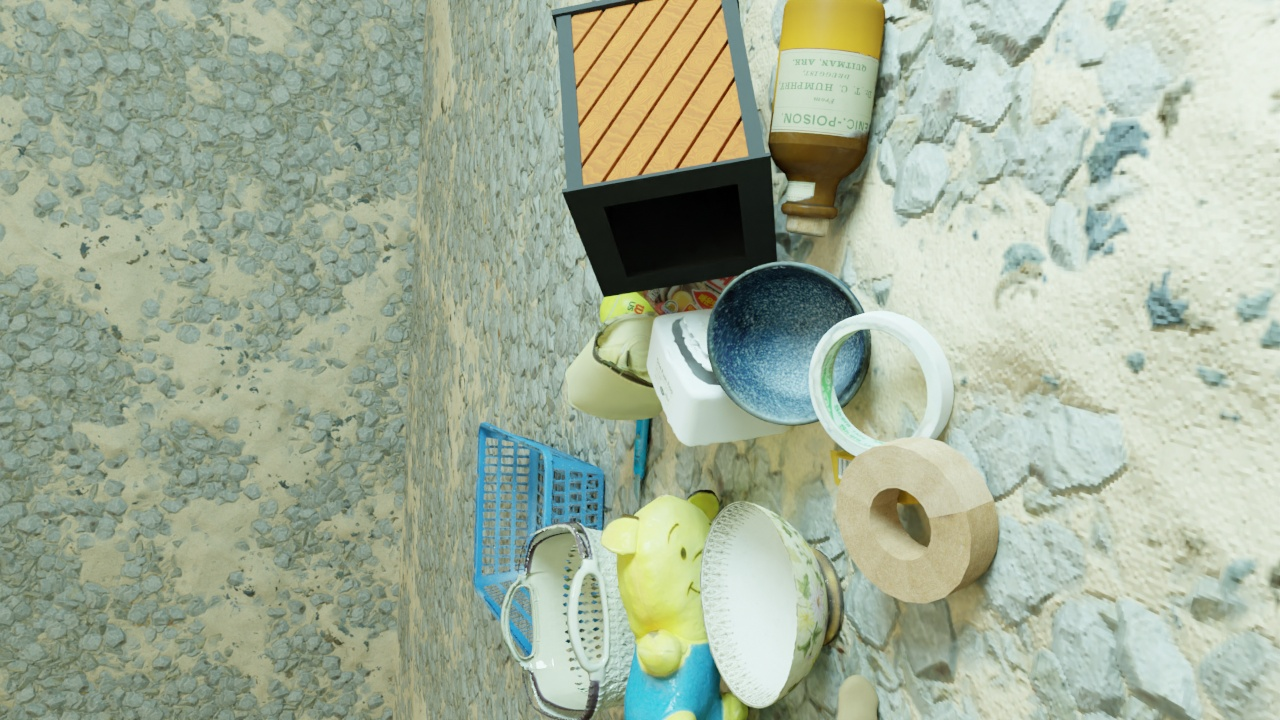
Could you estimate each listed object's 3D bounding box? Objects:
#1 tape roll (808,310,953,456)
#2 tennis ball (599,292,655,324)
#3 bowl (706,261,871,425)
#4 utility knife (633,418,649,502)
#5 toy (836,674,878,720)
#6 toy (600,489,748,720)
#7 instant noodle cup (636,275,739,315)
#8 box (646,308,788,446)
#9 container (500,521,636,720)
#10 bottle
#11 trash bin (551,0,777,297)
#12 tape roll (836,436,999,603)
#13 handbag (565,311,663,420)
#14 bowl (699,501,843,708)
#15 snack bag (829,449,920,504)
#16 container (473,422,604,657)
[{"bbox_3d":[0.149,0.017,0.576,0.094,0.018,0.094,15,112,42],"label":"tape roll"},{"bbox_3d":[-0.009,-0.049,0.954,0.065,0.065,0.065,-179,90,-68],"label":"tennis ball"},{"bbox_3d":[0.111,-0.016,0.647,0.114,0.060,0.114,7,105,25],"label":"bowl"},{"bbox_3d":[0.002,0.067,0.989,0.031,0.015,0.175,-155,67,-71],"label":"utility knife"},{"bbox_3d":[0.113,0.289,0.609,0.108,0.105,0.134,-43,45,46],"label":"toy"},{"bbox_3d":[0.025,0.215,0.763,0.084,0.149,0.213,-15,73,22],"label":"toy"},{"bbox_3d":[0.034,-0.082,0.828,0.112,0.100,0.100,-163,75,-76],"label":"instant noodle cup"},{"bbox_3d":[0.067,-0.004,0.715,0.107,0.102,0.095,-112,21,-44],"label":"box"},{"bbox_3d":[-0.041,0.257,0.916,0.252,0.143,0.184,144,126,-63],"label":"container"},{"bbox_3d":[0.124,-0.164,0.631,0.068,0.067,0.157,-151,64,-65],"label":"bottle"},{"bbox_3d":[0.020,-0.168,0.705,0.140,0.140,0.171,69,-166,-62],"label":"trash bin"},{"bbox_3d":[0.161,0.093,0.542,0.094,0.027,0.094,16,110,50],"label":"tape roll"},{"bbox_3d":[-0.005,0.005,0.880,0.119,0.111,0.081,141,127,-62],"label":"handbag"},{"bbox_3d":[0.102,0.175,0.672,0.145,0.063,0.145,-179,90,-67],"label":"bowl"},{"bbox_3d":[0.156,0.075,0.601,0.099,0.020,0.026,-178,84,-67],"label":"snack bag"},{"bbox_3d":[-0.142,0.225,1.231,0.363,0.089,0.257,-174,86,-67],"label":"container"}]
